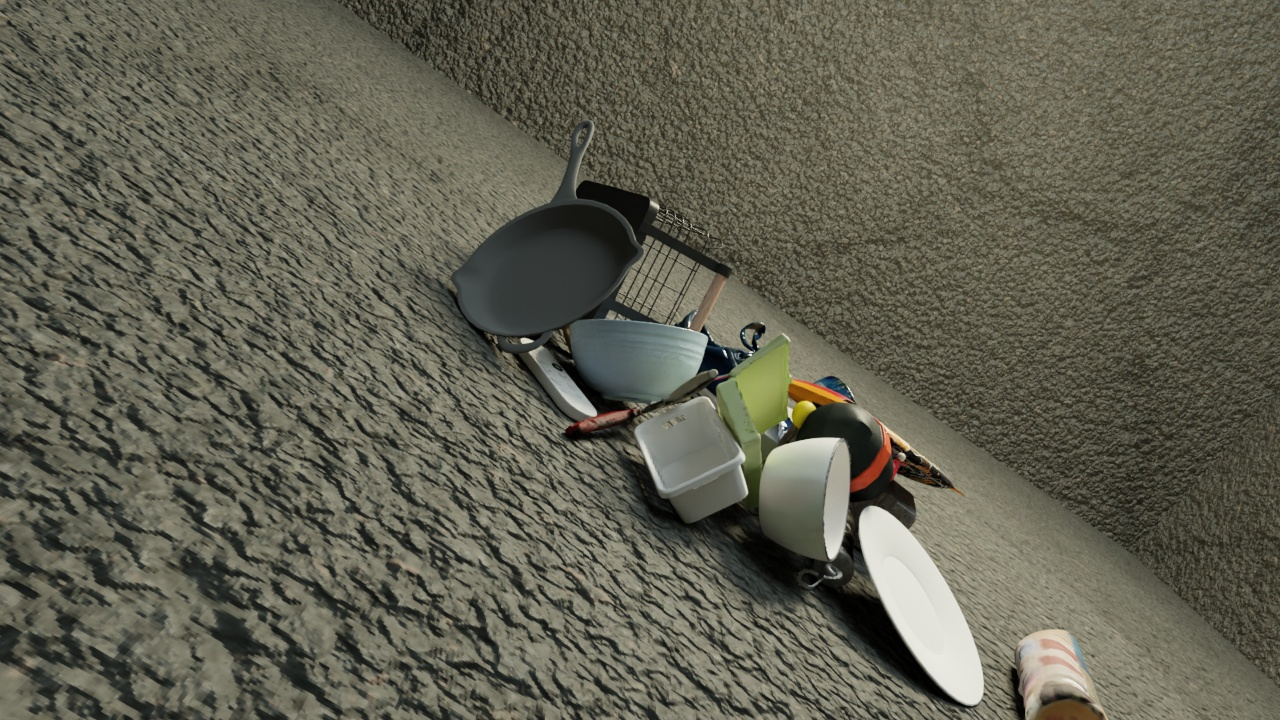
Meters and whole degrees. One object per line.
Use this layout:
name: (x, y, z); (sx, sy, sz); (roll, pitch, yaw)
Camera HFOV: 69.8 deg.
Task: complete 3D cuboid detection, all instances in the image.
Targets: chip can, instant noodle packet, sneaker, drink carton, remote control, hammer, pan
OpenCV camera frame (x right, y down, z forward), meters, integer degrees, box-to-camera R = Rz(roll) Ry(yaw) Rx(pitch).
chip can: (0.432, 0.340, 0.952); (0.080, 0.080, 0.229); (39, 13, 14)
instant noodle packet: (0.266, 0.086, 1.088); (0.220, 0.032, 0.160); (35, -4, -29)
sneaker: (0.152, 0.031, 1.240); (0.294, 0.127, 0.120); (44, 16, 25)
drink carton: (0.127, 0.088, 1.085); (0.048, 0.076, 0.124); (36, 17, 0)
remote control: (-0.085, 0.019, 0.914); (0.043, 0.013, 0.136); (23, 18, -44)
hammer: (0.215, 0.177, 1.000); (0.177, 0.080, 0.325); (36, 18, 4)
pan: (-0.088, -0.141, 0.989); (0.024, 0.217, 0.353); (63, 29, -47)

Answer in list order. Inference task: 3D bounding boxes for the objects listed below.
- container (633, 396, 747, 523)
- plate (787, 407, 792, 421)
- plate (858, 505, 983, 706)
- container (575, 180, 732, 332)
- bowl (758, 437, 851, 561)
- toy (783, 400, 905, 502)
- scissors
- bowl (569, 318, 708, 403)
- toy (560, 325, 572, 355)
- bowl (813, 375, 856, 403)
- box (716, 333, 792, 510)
container: (0.049, 0.093, 0.841); (0.129, 0.081, 0.049); (-117, -178, -64)
plate: (0.269, 0.133, 1.382); (0.188, 0.027, 0.188); (33, 13, -9)
plate: (0.275, 0.242, 0.913); (0.208, 0.015, 0.208); (41, 28, -27)
container: (-0.017, -0.115, 1.149); (0.130, 0.163, 0.241); (25, 4, -32)
bowl: (0.154, 0.127, 0.861); (0.066, 0.116, 0.116); (4, 0, 24)
toy: (0.215, 0.102, 0.952); (0.119, 0.100, 0.097); (47, 49, -25)
scissors: (0.017, 0.040, 0.876); (0.198, 0.180, 0.015); (-12, 78, -52)
bowl: (-0.006, 0.006, 0.976); (0.150, 0.074, 0.150); (6, -6, 0)
toy: (-0.114, -0.076, 1.029); (0.108, 0.134, 0.105); (9, 37, 3)
bowl: (0.247, 0.082, 1.259); (0.060, 0.114, 0.114); (-10, 32, -19)
box: (0.107, 0.062, 0.898); (0.064, 0.130, 0.188); (17, -21, 16)
